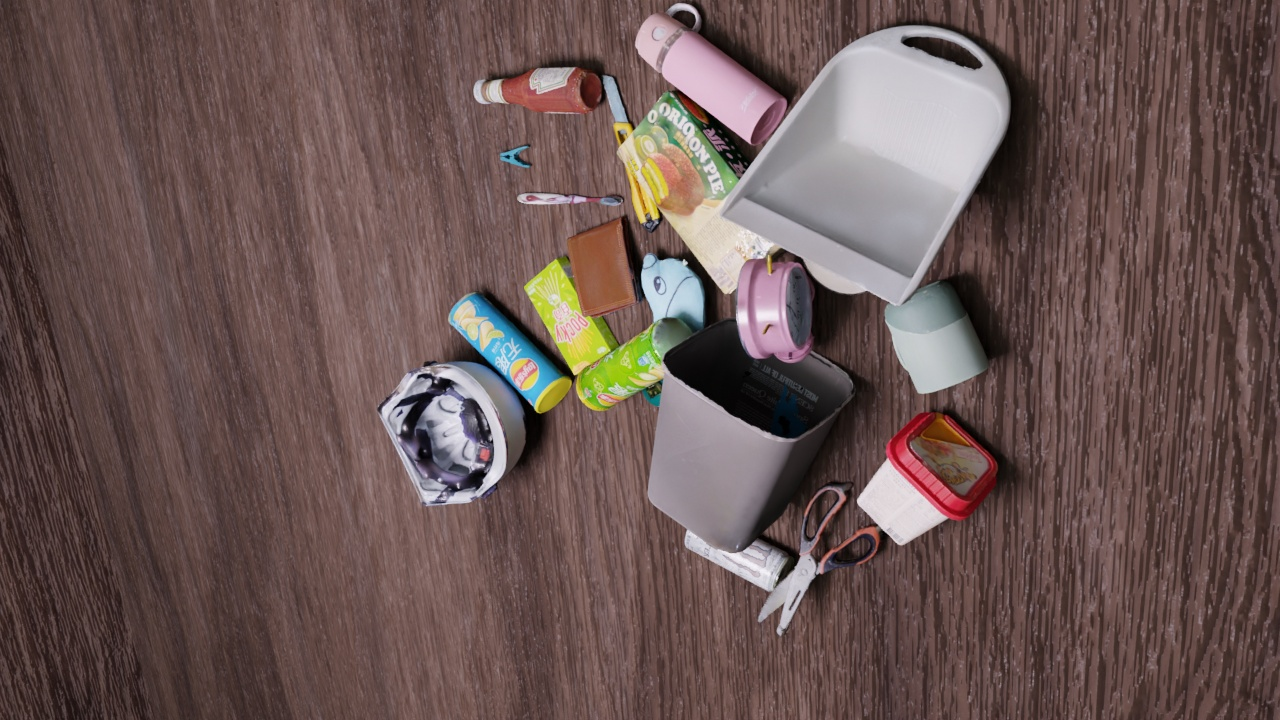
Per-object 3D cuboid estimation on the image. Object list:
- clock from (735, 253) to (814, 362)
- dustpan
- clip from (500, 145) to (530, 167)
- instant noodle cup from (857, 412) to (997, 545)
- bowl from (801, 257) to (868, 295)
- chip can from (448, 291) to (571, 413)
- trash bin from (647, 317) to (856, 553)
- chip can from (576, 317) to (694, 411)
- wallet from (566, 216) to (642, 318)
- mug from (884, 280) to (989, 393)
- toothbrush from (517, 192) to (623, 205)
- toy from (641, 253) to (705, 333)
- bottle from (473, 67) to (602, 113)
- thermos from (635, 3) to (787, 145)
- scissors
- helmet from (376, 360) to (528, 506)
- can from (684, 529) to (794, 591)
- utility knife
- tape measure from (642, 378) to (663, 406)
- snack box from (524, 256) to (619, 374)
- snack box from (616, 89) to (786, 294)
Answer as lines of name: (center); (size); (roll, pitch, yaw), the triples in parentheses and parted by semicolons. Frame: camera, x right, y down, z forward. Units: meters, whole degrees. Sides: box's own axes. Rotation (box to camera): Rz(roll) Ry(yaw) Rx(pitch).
clock: (0.165, -0.058, 1.075); (0.060, 0.158, 0.117); (-2, 80, 26)
dustpan: (0.246, -0.222, 0.939); (0.223, 0.257, 0.143); (31, 145, 24)
clip: (-0.183, -0.297, 1.336); (0.055, 0.013, 0.034); (5, 108, 35)
instant noodle cup: (0.325, 0.142, 1.062); (0.116, 0.116, 0.124); (46, 138, 15)
bowl: (0.247, -0.138, 1.044); (0.117, 0.066, 0.116); (13, 114, 32)
chip can: (-0.201, -0.015, 1.411); (0.210, 0.071, 0.071); (43, 126, 17)
trash bin: (0.123, 0.097, 1.148); (0.199, 0.198, 0.220); (32, 129, 25)
chip can: (-0.007, 0.007, 1.242); (0.222, 0.072, 0.072); (-31, 86, 54)
wallet: (-0.049, -0.127, 1.278); (0.101, 0.032, 0.124); (-14, 86, 38)
mug: (0.321, -0.025, 1.028); (0.106, 0.082, 0.112); (65, 160, 0)
toothbrush: (-0.104, -0.228, 1.300); (0.188, 0.017, 0.016); (8, 109, 33)
toy: (0.048, -0.066, 1.225); (0.161, 0.049, 0.157); (48, 135, 17)
bottle: (-0.146, -0.369, 1.257); (0.206, 0.059, 0.060); (11, 112, 35)
thermos: (0.087, -0.348, 1.096); (0.198, 0.067, 0.087); (44, 94, 18)
scissors: (0.232, 0.261, 1.186); (0.214, 0.015, 0.197); (-12, 87, 20)
helmet: (-0.273, 0.102, 1.456); (0.259, 0.145, 0.229); (-31, 88, 33)
can: (0.135, 0.264, 1.269); (0.147, 0.058, 0.058); (24, 118, 28)
utility knife: (-0.016, -0.275, 1.220); (0.033, 0.015, 0.218); (-14, 97, 36)
tape measure: (0.028, 0.039, 1.291); (0.058, 0.025, 0.055); (52, 127, 11)
snack box: (-0.103, -0.065, 1.350); (0.086, 0.026, 0.156); (-33, 86, 39)
snack box: (0.085, -0.210, 1.140); (0.240, 0.063, 0.115); (53, 128, 9)
